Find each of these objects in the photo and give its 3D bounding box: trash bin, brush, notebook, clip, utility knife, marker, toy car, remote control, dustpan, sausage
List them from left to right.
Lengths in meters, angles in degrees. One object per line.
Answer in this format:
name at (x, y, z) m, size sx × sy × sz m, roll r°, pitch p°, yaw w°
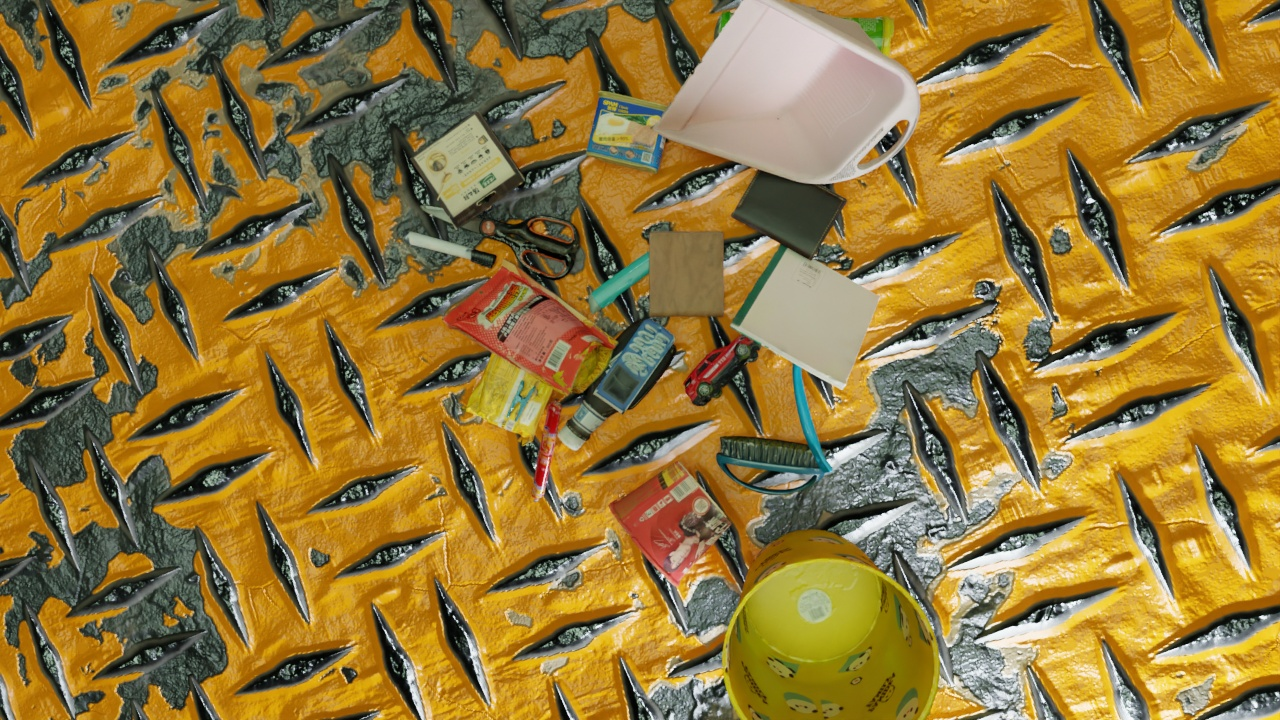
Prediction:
marker at (-0.262, -0.152, 1.259) m, size 0.131 × 0.018 × 0.023 m, roll 15°, pitch 103°, yaw 5°
clip at (-0.160, 0.054, 1.216) m, size 0.046 × 0.014 × 0.057 m, roll 25°, pitch 97°, yaw -3°
sausage at (-0.127, 0.123, 1.239) m, size 0.020 × 0.020 × 0.156 m, roll 14°, pitch 107°, yaw 6°
remote control at (-0.007, 0.007, 1.188) m, size 0.049 × 0.024 × 0.125 m, roll 36°, pitch 96°, yaw 2°
utility knife at (-0.002, -0.121, 1.233) m, size 0.171 × 0.013 × 0.029 m, roll -35°, pitch 91°, yaw 3°
toy car at (0.106, 0.009, 1.205) m, size 0.121 × 0.053 × 0.045 m, roll -43°, pitch 71°, yaw 10°
brush at (0.170, 0.139, 1.202) m, size 0.144 × 0.055 × 0.073 m, roll 6°, pitch 92°, yaw 6°
brush at (0.195, 0.022, 1.167) m, size 0.046 × 0.083 × 0.254 m, roll -15°, pitch 82°, yaw -11°
dustpan at (0.191, -0.298, 1.085) m, size 0.272 × 0.223 × 0.138 m, roll -14°, pitch 69°, yaw -34°
notebook at (0.209, -0.062, 1.132) m, size 0.150 × 0.208 × 0.012 m, roll 30°, pitch 132°, yaw 6°
trash bin at (0.215, 0.320, 1.103) m, size 0.230 × 0.255 × 0.229 m, roll 0°, pitch 92°, yaw 6°

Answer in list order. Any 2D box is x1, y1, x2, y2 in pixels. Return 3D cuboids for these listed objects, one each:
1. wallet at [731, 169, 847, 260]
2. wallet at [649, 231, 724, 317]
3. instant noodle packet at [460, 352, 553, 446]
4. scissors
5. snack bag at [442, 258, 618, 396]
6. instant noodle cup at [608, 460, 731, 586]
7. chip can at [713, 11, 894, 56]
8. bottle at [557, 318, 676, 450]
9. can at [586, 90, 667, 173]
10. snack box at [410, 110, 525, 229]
wallet at (0.195, -0.201, 1.202) m, size 0.122 × 0.020 × 0.096 m, roll 30°, pitch 87°, yaw 5°
wallet at (0.061, -0.115, 1.218) m, size 0.101 × 0.020 × 0.115 m, roll -1°, pitch 93°, yaw -1°
instant noodle packet at (-0.170, 0.038, 1.243) m, size 0.111 × 0.044 × 0.128 m, roll 27°, pitch 97°, yaw 3°
scissors at (-0.198, -0.162, 1.249) m, size 0.235 × 0.021 × 0.125 m, roll -1°, pitch 93°, yaw 6°
snack bag at (-0.142, -0.042, 1.201) m, size 0.208 × 0.073 × 0.128 m, roll 32°, pitch 63°, yaw 18°
instant noodle cup at (0.044, 0.205, 1.184) m, size 0.108 × 0.138 × 0.138 m, roll -40°, pitch 87°, yaw -2°
chip can at (0.204, -0.404, 1.168) m, size 0.221 × 0.072 × 0.072 m, roll 5°, pitch 93°, yaw 6°
bottle at (-0.037, 0.037, 1.228) m, size 0.080 × 0.044 × 0.195 m, roll 41°, pitch 97°, yaw 4°
can at (-0.015, -0.299, 1.206) m, size 0.102 × 0.057 × 0.083 m, roll 15°, pitch 96°, yaw 6°
snack box at (-0.225, -0.249, 1.224) m, size 0.113 × 0.053 × 0.125 m, roll -35°, pitch 81°, yaw 3°
